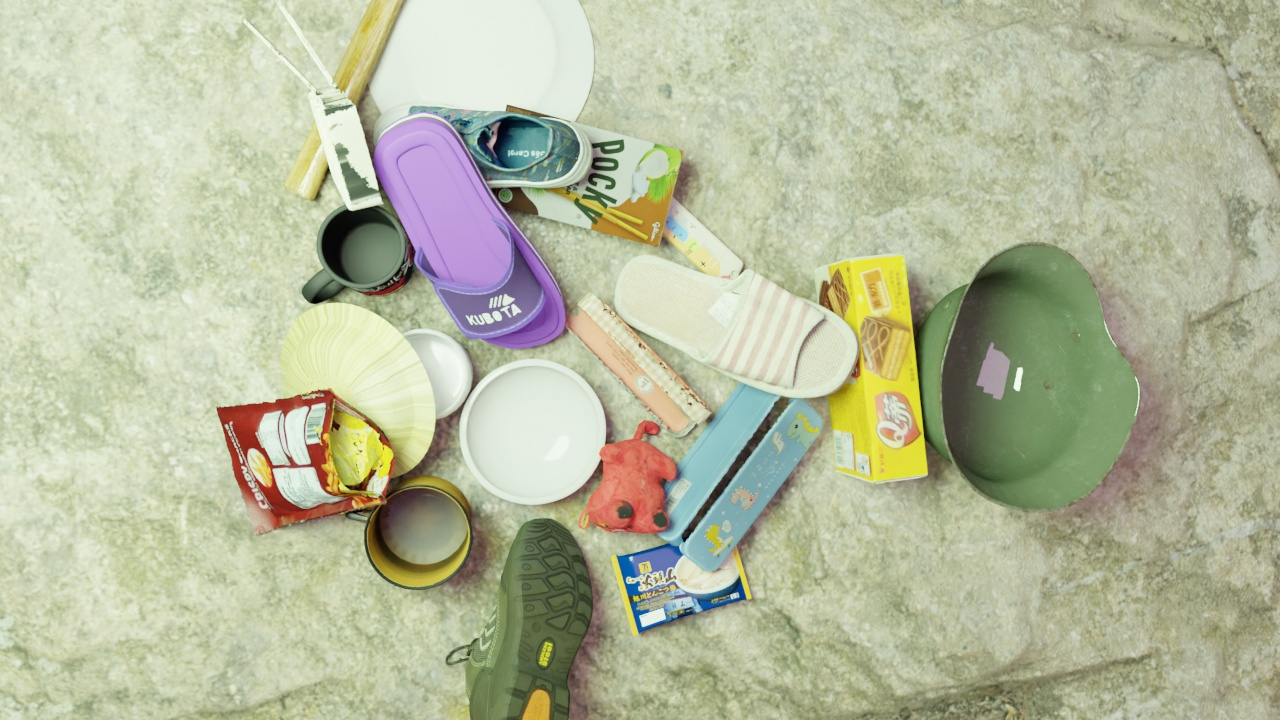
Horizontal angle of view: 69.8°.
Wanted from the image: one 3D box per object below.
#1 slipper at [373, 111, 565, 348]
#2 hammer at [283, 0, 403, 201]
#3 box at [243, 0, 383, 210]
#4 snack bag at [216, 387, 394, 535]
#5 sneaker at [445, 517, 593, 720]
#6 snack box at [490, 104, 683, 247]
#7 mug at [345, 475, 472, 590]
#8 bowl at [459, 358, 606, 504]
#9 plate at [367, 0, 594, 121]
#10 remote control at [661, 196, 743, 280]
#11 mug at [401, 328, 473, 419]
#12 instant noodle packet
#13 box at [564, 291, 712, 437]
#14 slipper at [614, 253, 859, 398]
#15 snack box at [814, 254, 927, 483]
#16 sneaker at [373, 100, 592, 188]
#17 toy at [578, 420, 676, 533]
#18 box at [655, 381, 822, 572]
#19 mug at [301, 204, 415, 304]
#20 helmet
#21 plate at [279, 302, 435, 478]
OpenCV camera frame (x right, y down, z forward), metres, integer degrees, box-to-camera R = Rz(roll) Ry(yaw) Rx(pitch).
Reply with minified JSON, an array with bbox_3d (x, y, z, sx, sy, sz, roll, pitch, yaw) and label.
[{"bbox_3d":[-0.161,-0.098,0.872,0.107,0.084,0.267,-23,124,7],"label":"slipper"},{"bbox_3d":[-0.279,-0.318,0.936,0.132,0.033,0.330,25,90,8],"label":"hammer"},{"bbox_3d":[-0.293,-0.232,0.835,0.058,0.144,0.188,-27,118,-13],"label":"box"},{"bbox_3d":[-0.335,0.096,0.877,0.208,0.066,0.139,-14,102,33],"label":"snack bag"},{"bbox_3d":[-0.126,0.289,0.940,0.101,0.143,0.237,26,53,-27],"label":"sneaker"},{"bbox_3d":[-0.058,-0.191,0.954,0.186,0.031,0.101,14,99,-2],"label":"snack box"},{"bbox_3d":[-0.230,0.165,0.918,0.123,0.094,0.100,17,88,-9],"label":"mug"},{"bbox_3d":[-0.112,0.073,0.959,0.149,0.043,0.149,0,90,-8],"label":"bowl"},{"bbox_3d":[-0.169,-0.325,0.966,0.242,0.016,0.242,0,90,-7],"label":"plate"},{"bbox_3d":[0.058,-0.130,0.995,0.125,0.018,0.038,41,85,-7],"label":"remote control"},{"bbox_3d":[-0.228,0.011,0.931,0.115,0.068,0.094,20,87,-7],"label":"mug"},{"bbox_3d":[0.044,0.234,0.988,0.134,0.026,0.087,-16,87,-7],"label":"instant noodle packet"},{"bbox_3d":[-0.005,0.006,0.969,0.187,0.056,0.071,44,117,-4],"label":"box"},{"bbox_3d":[0.091,-0.040,0.935,0.263,0.052,0.115,21,102,16],"label":"slipper"},{"bbox_3d":[0.242,0.008,0.972,0.061,0.110,0.230,-6,91,-9],"label":"snack box"},{"bbox_3d":[-0.168,-0.209,0.899,0.236,0.079,0.087,9,97,17],"label":"sneaker"},{"bbox_3d":[-0.018,0.122,0.965,0.088,0.094,0.132,24,59,-18],"label":"toy"},{"bbox_3d":[0.099,0.117,0.982,0.085,0.073,0.209,42,82,-30],"label":"box"},{"bbox_3d":[-0.283,-0.097,0.909,0.118,0.098,0.082,-39,95,-6],"label":"mug"},{"bbox_3d":[0.376,0.012,0.967,0.227,0.154,0.268,12,90,-14],"label":"helmet"},{"bbox_3d":[-0.288,0.039,0.889,0.184,0.036,0.184,8,111,20],"label":"plate"}]
